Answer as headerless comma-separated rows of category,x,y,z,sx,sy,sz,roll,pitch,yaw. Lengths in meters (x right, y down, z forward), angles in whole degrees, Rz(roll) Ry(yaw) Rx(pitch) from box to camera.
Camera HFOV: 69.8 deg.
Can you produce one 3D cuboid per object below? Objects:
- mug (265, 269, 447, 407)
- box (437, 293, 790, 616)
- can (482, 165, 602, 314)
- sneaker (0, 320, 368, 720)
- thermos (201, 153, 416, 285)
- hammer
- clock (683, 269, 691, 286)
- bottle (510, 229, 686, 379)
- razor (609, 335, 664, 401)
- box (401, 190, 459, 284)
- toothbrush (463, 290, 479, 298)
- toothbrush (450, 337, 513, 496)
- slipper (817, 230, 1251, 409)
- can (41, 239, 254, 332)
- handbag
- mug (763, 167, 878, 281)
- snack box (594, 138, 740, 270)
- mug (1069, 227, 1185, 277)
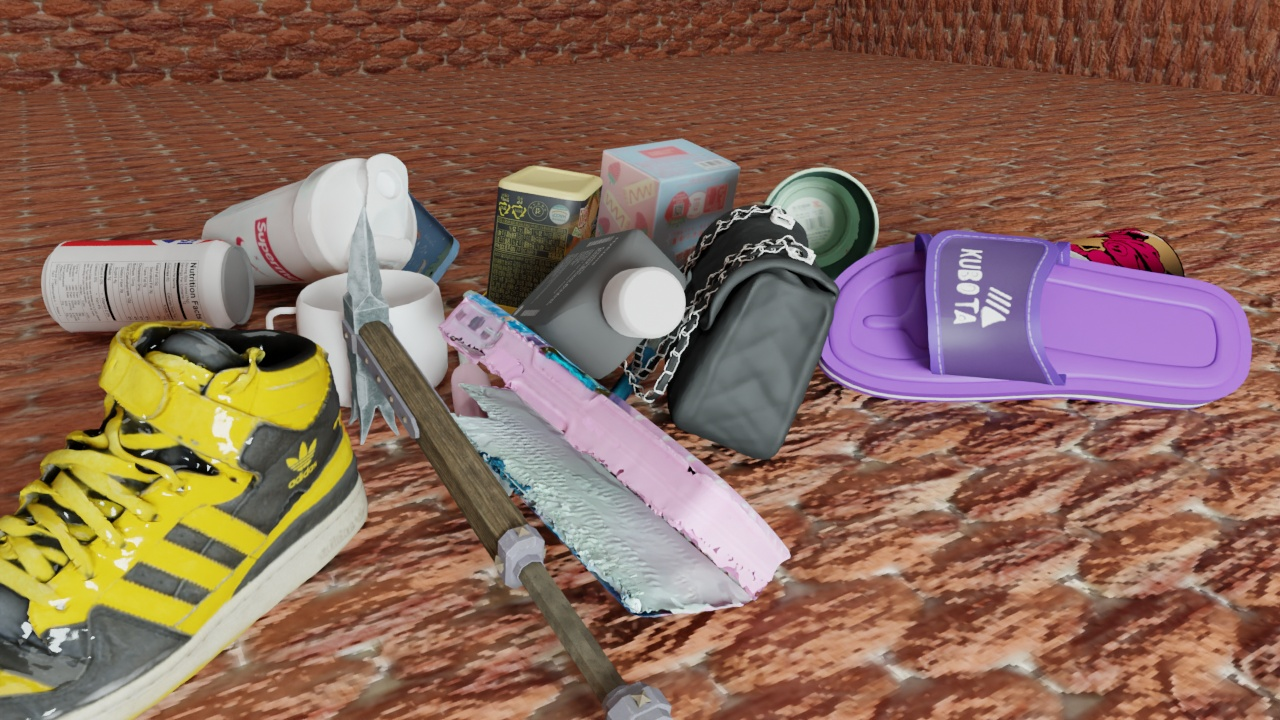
mug,-0.187,-0.015,0.608,0.115,0.068,0.094,-2,23,-5
box,-0.034,0.048,0.458,0.071,0.084,0.230,-48,44,-8
can,-0.075,-0.095,0.730,0.072,0.101,0.130,10,18,2
sneaker,-0.209,0.059,0.371,0.086,0.122,0.237,9,24,23
thermos,-0.267,-0.101,0.742,0.221,0.099,0.099,-2,17,40
hammer,-0.078,0.052,0.418,0.028,0.147,0.317,-14,38,-30
clock,0.093,-0.056,0.738,0.159,0.045,0.122,7,24,11
bottle,-0.022,-0.033,0.539,0.083,0.046,0.174,-49,17,-11
razor,-0.004,0.004,0.632,0.042,0.022,0.143,-31,15,26
box,-0.233,-0.093,0.828,0.124,0.043,0.209,-30,32,-12
toothbrush,-0.099,-0.026,0.703,0.022,0.015,0.155,22,7,-39
toothbrush,-0.105,0.022,0.575,0.026,0.027,0.222,-35,27,2
slipper,0.248,-0.029,0.569,0.266,0.107,0.084,6,-15,5
can,-0.374,-0.057,0.704,0.132,0.070,0.070,-1,23,-3
handbag,0.049,-0.034,0.559,0.114,0.125,0.153,23,21,-5
mug,0.142,-0.092,0.680,0.111,0.084,0.104,32,14,1
snack box,0.020,-0.131,0.794,0.092,0.095,0.079,-19,40,-36
mug,0.345,-0.039,0.667,0.098,0.082,0.118,-15,49,-32
